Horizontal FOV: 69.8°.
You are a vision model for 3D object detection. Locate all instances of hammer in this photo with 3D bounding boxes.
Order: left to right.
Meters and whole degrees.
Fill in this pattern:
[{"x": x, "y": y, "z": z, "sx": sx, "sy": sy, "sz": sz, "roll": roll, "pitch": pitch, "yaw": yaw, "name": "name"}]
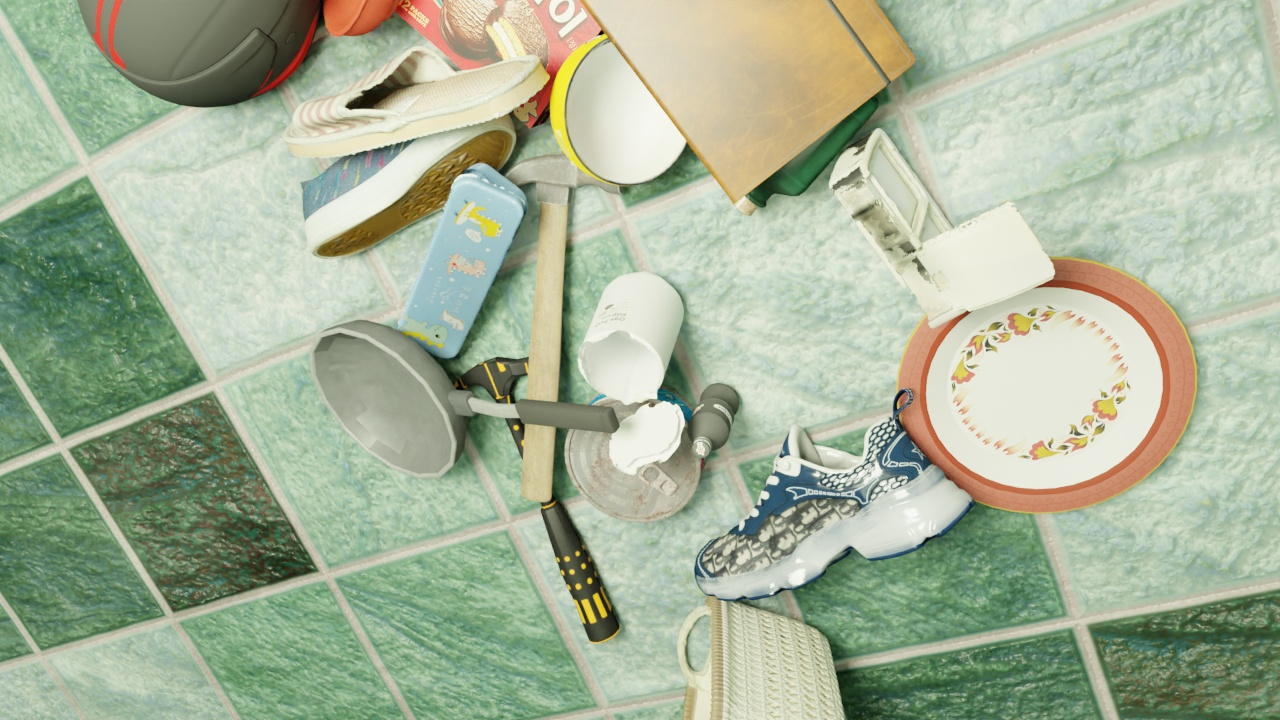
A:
[{"x": -0.095, "y": 0.146, "z": 0.926, "sx": 0.123, "sy": 0.036, "sz": 0.321, "roll": -15, "pitch": 104, "yaw": 21, "name": "hammer"}, {"x": -0.085, "y": -0.024, "z": 0.844, "sx": 0.119, "sy": 0.030, "sz": 0.332, "roll": 9, "pitch": 109, "yaw": 13, "name": "hammer"}]

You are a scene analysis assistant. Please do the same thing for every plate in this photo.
[{"x": 0.333, "y": 0.023, "z": 0.767, "sx": 0.230, "sy": 0.021, "sz": 0.230, "roll": 5, "pitch": 113, "yaw": 13, "name": "plate"}]

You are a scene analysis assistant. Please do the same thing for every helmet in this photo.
[{"x": -0.354, "y": -0.308, "z": 0.735, "sx": 0.164, "sy": 0.169, "sz": 0.265, "roll": 43, "pitch": 115, "yaw": -5, "name": "helmet"}]

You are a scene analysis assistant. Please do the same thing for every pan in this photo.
[{"x": -0.165, "y": 0.037, "z": 0.835, "sx": 0.358, "sy": 0.041, "sz": 0.179, "roll": 3, "pitch": 126, "yaw": 35, "name": "pan"}]

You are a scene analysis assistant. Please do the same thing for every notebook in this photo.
[{"x": 0.063, "y": -0.267, "z": 0.657, "sx": 0.179, "sy": 0.014, "sz": 0.249, "roll": -37, "pitch": 95, "yaw": 12, "name": "notebook"}]

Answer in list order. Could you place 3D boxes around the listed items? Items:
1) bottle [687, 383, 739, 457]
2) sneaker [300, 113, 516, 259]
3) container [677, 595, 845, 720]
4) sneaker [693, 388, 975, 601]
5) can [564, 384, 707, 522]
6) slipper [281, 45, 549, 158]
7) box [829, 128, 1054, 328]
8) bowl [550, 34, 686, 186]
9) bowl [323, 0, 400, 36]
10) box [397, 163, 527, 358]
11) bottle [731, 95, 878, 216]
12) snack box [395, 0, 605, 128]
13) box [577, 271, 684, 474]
[{"x": 0.062, "y": 0.054, "z": 0.802, "sx": 0.036, "sy": 0.109, "sz": 0.036, "roll": 5, "pitch": 112, "yaw": 13, "name": "bottle"}, {"x": -0.211, "y": -0.172, "z": 0.812, "sx": 0.236, "sy": 0.087, "sz": 0.079, "roll": -25, "pitch": 81, "yaw": 26, "name": "sneaker"}, {"x": 0.101, "y": 0.338, "z": 0.843, "sx": 0.143, "sy": 0.245, "sz": 0.185, "roll": 10, "pitch": 110, "yaw": 1, "name": "container"}, {"x": 0.150, "y": 0.126, "z": 0.828, "sx": 0.270, "sy": 0.103, "sz": 0.132, "roll": -29, "pitch": 82, "yaw": 31, "name": "sneaker"}, {"x": -0.003, "y": 0.086, "z": 0.869, "sx": 0.130, "sy": 0.044, "sz": 0.130, "roll": 5, "pitch": 112, "yaw": 13, "name": "can"}, {"x": -0.193, "y": -0.212, "z": 0.737, "sx": 0.263, "sy": 0.114, "sz": 0.052, "roll": 0, "pitch": 129, "yaw": 32, "name": "slipper"}, {"x": 0.213, "y": -0.097, "z": 0.664, "sx": 0.095, "sy": 0.185, "sz": 0.145, "roll": -37, "pitch": 106, "yaw": 16, "name": "box"}, {"x": -0.022, "y": -0.202, "z": 0.735, "sx": 0.117, "sy": 0.068, "sz": 0.117, "roll": -11, "pitch": 113, "yaw": -27, "name": "bowl"}, {"x": -0.218, "y": -0.318, "z": 0.742, "sx": 0.122, "sy": 0.035, "sz": 0.122, "roll": -12, "pitch": 74, "yaw": 50, "name": "bowl"}, {"x": -0.163, "y": -0.077, "z": 0.815, "sx": 0.066, "sy": 0.049, "sz": 0.210, "roll": 35, "pitch": 132, "yaw": 0, "name": "box"}, {"x": 0.121, "y": -0.169, "z": 0.724, "sx": 0.061, "sy": 0.061, "sz": 0.131, "roll": 41, "pitch": 115, "yaw": -1, "name": "bottle"}, {"x": -0.105, "y": -0.293, "z": 0.748, "sx": 0.152, "sy": 0.035, "sz": 0.133, "roll": 41, "pitch": 115, "yaw": -4, "name": "snack box"}, {"x": -0.003, "y": 0.007, "z": 0.779, "sx": 0.085, "sy": 0.162, "sz": 0.112, "roll": -13, "pitch": 121, "yaw": 24, "name": "box"}]
